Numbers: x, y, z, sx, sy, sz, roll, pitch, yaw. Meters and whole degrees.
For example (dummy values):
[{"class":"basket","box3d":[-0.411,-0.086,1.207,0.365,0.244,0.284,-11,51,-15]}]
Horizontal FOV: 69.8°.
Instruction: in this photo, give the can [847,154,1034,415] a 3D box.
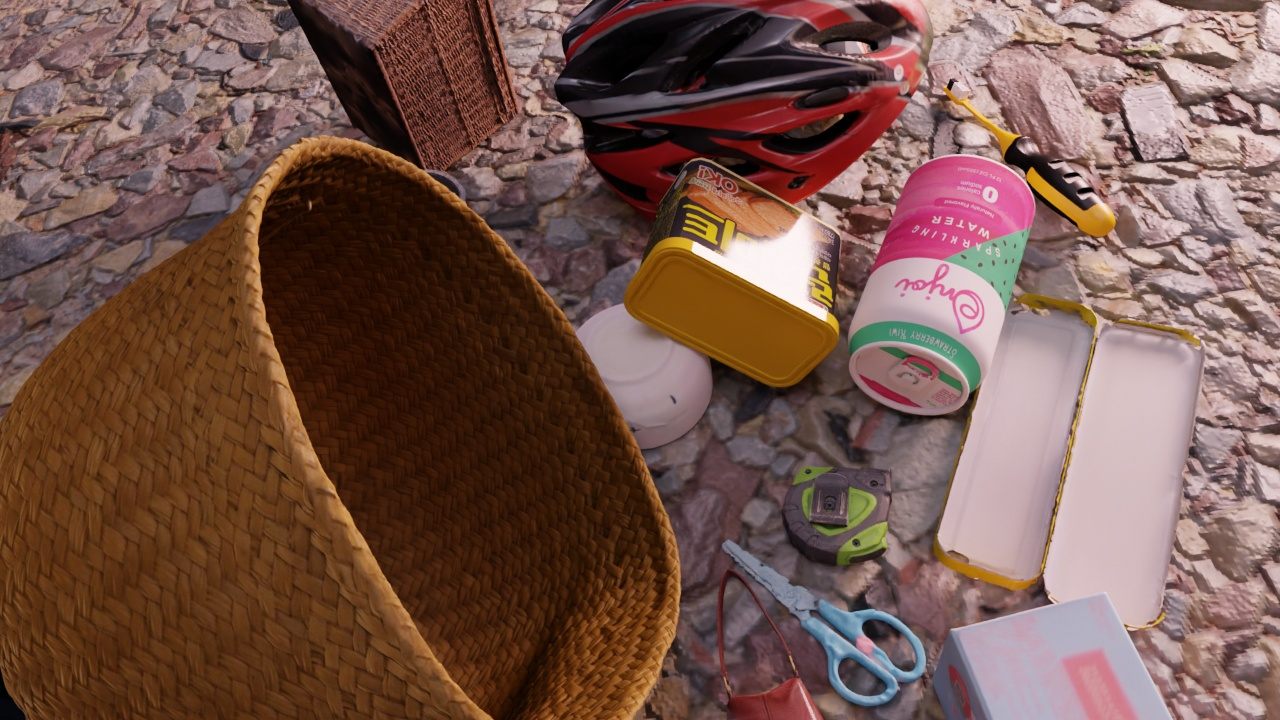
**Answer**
[{"class":"can","box3d":[0.197,-0.052,0.603,0.088,0.088,0.165,16,61,21]}]

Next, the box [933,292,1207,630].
[{"class":"box","box3d":[0.266,0.051,0.562,0.127,0.023,0.209,18,61,18]}]

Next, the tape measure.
[{"class":"tape measure","box3d":[0.118,0.091,0.553,0.066,0.036,0.058,1,57,12]}]

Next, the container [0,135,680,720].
[{"class":"container","box3d":[-0.139,0.069,0.448,0.197,0.307,0.306,-30,53,15]}]

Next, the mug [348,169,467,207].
[{"class":"mug","box3d":[-0.186,-0.114,0.736,0.117,0.082,0.111,-29,50,-30]}]

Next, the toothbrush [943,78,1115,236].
[{"class":"toothbrush","box3d":[0.287,-0.157,0.694,0.031,0.031,0.196,-10,48,-21]}]

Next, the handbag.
[{"class":"handbag","box3d":[0.065,0.172,0.519,0.055,0.029,0.119,-20,49,4]}]

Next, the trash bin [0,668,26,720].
[{"class":"trash bin","box3d":[-0.296,0.195,0.435,0.139,0.250,0.139,-5,55,8]}]

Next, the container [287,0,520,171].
[{"class":"container","box3d":[-0.191,-0.256,0.754,0.114,0.199,0.112,37,73,17]}]

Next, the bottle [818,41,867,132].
[{"class":"bottle","box3d":[0.161,-0.236,0.745,0.046,0.072,0.161,-13,53,23]}]

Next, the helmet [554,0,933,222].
[{"class":"helmet","box3d":[0.069,-0.217,0.670,0.273,0.167,0.217,-11,61,26]}]

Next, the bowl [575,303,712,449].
[{"class":"bowl","box3d":[-0.004,0.004,0.628,0.105,0.054,0.104,-5,56,7]}]

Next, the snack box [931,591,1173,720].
[{"class":"snack box","box3d":[0.199,0.178,0.442,0.079,0.095,0.093,-14,54,1]}]

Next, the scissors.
[{"class":"scissors","box3d":[0.099,0.147,0.537,0.137,0.015,0.056,33,66,35]}]

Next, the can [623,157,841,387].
[{"class":"can","box3d":[0.066,-0.060,0.611,0.130,0.073,0.100,26,48,-12]}]
